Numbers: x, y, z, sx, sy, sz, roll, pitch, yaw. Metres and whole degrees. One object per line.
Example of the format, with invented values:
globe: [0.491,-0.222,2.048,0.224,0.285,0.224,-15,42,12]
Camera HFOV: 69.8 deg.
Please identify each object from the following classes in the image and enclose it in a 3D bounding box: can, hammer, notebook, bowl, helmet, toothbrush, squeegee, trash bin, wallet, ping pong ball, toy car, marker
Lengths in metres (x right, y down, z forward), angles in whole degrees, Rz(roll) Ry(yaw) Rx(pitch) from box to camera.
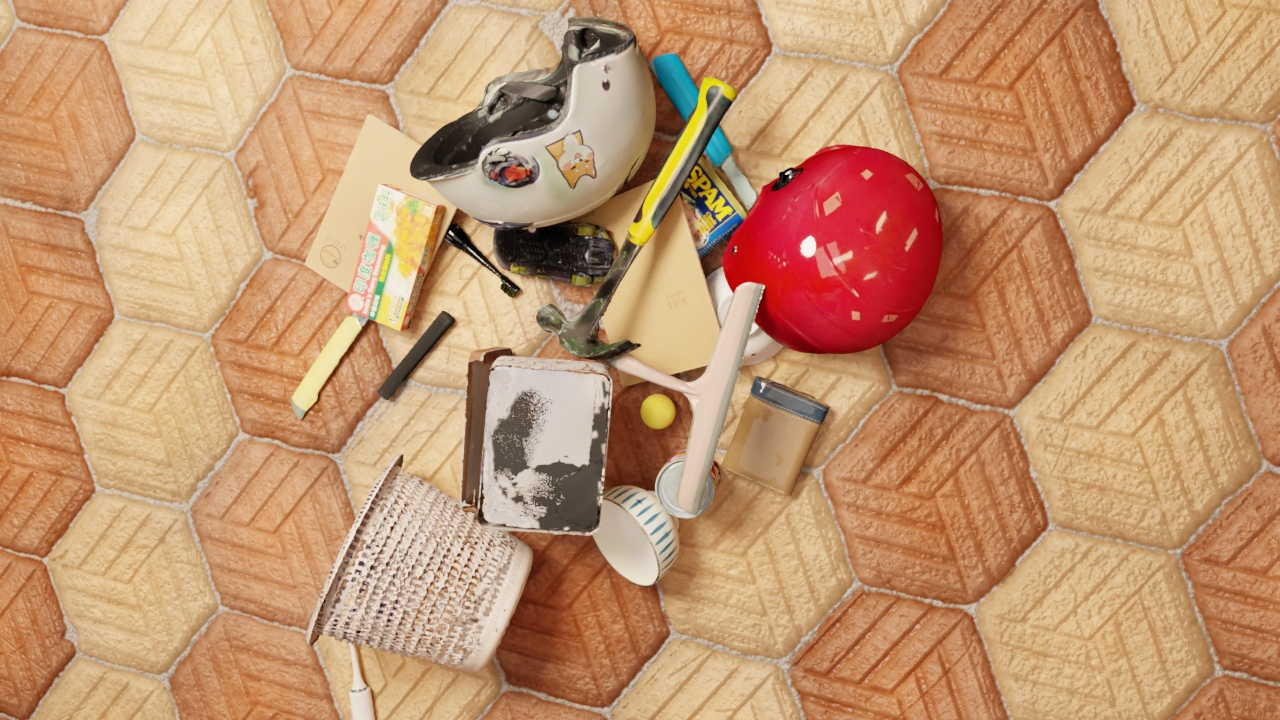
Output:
can: [0.055,0.135,1.026,0.066,0.093,0.066,0,93,9]
hammer: [0.008,-0.143,0.964,0.126,0.031,0.324,38,104,32]
can: [0.061,-0.171,1.028,0.083,0.057,0.102,-39,86,11]
notebook: [0.008,-0.086,1.028,0.150,0.012,0.211,-15,93,37]
bowl: [0.001,0.190,1.042,0.066,0.117,0.116,-32,87,-35]
helmet: [0.221,-0.116,0.935,0.207,0.144,0.240,38,85,-16]
toothbrush: [-0.346,0.439,1.144,0.027,0.026,0.221,-6,92,46]
squeegee: [-0.006,0.006,0.993,0.250,0.040,0.248,24,104,42]
notebook: [-0.303,-0.165,1.093,0.148,0.008,0.208,32,109,6]
helmet: [-0.094,-0.232,0.987,0.274,0.229,0.157,-34,120,11]
bowl: [0.113,-0.052,1.022,0.118,0.064,0.118,0,93,9]
trash bin: [-0.235,0.245,1.034,0.192,0.227,0.227,24,97,-5]
wallet: [0.152,0.085,1.040,0.090,0.033,0.115,22,97,10]
ping pong ball: [0.020,0.059,1.055,0.040,0.040,0.040,0,93,9]
toothbrush: [-0.224,-0.150,1.093,0.212,0.026,0.027,42,127,4]
toy car: [-0.101,-0.129,1.056,0.158,0.042,0.070,12,108,24]
marker: [-0.272,-0.006,1.109,0.020,0.022,0.132,36,100,-31]

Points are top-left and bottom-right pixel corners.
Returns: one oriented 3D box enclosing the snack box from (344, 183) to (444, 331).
snack box: [-0.288,-0.120,1.076,0.077,0.027,0.156,22,103,9]

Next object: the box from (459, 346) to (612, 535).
box: [-0.119,0.083,1.020,0.157,0.193,0.183,5,97,-5]

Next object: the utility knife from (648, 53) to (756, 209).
utility knife: [0.074,-0.260,1.039,0.034,0.018,0.204,-31,86,8]

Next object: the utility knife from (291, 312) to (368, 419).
utility knife: [-0.372,-0.013,1.124,0.031,0.021,0.207,39,107,5]
